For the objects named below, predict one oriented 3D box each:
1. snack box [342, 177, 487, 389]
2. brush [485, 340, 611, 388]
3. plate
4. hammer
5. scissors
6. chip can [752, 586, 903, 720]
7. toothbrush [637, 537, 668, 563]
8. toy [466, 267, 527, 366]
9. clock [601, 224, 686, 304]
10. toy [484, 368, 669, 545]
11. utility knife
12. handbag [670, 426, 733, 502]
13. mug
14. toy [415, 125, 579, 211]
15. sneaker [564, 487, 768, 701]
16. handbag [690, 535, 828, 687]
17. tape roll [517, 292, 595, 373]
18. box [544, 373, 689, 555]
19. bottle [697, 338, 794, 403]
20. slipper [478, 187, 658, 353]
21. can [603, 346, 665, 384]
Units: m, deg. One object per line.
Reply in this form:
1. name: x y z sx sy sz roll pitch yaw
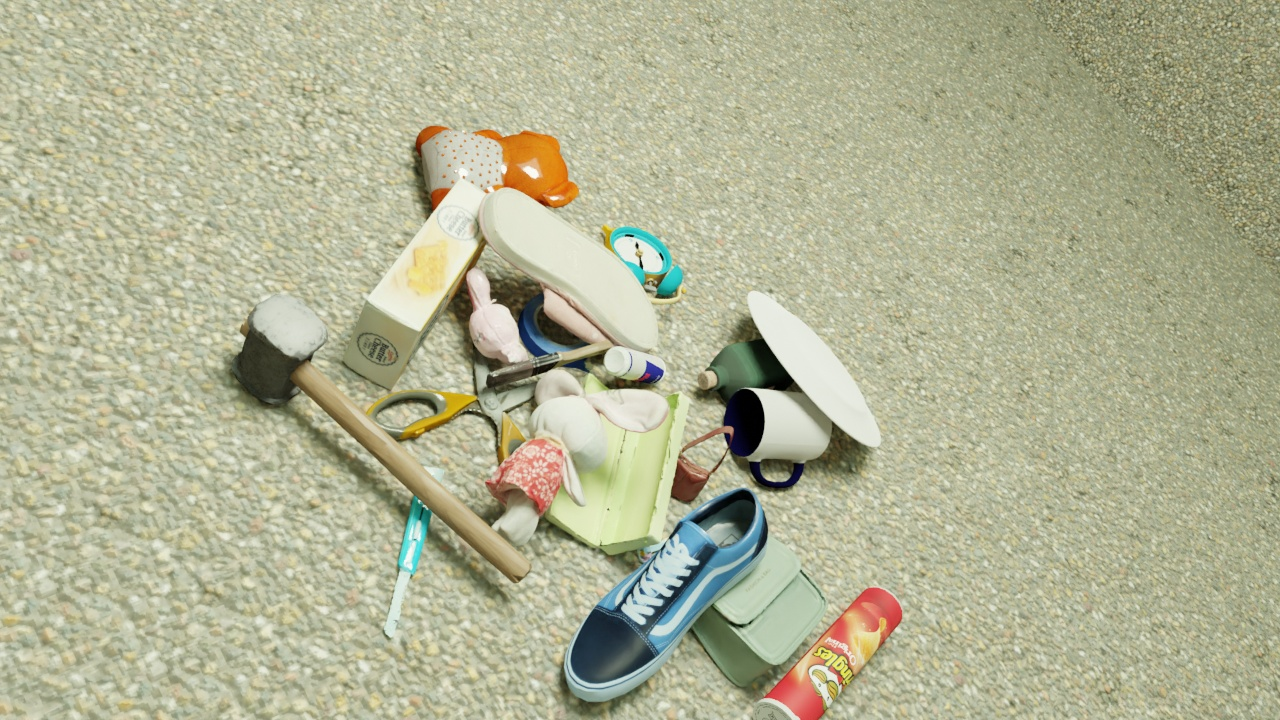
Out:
1. snack box: -0.213 -0.080 0.917 0.057 0.104 0.207 31 46 -9
2. brush: -0.093 0.002 0.947 0.151 0.039 0.012 -18 78 -31
3. plate: 0.218 0.004 1.120 0.242 0.016 0.242 41 21 -20
4. hammer: -0.222 0.078 0.801 0.328 0.098 0.052 43 44 -1
5. scissors: -0.154 0.064 0.908 0.224 0.016 0.229 -16 66 -42
6. chip can: 0.194 0.303 0.924 0.214 0.052 0.052 -28 75 -43
7. toothbrush: 0.059 0.179 0.956 0.154 0.016 0.022 -13 97 -38
8. toy: -0.155 -0.041 0.945 0.047 0.063 0.110 -22 80 -4
9. clock: 0.001 -0.118 1.131 0.099 0.044 0.129 0 50 -33
10. toy: -0.075 0.084 0.859 0.159 0.084 0.193 8 49 30
11. utility knife: -0.198 0.165 0.804 0.022 0.015 0.161 18 51 -18
12. handbag: 0.062 0.102 0.944 0.055 0.120 0.029 34 45 -7
13. mug: 0.157 0.090 1.054 0.096 0.079 0.112 5 82 -30
14. toy: -0.167 -0.216 1.070 0.172 0.093 0.163 -6 57 -22
15. sneaker: 0.021 0.195 0.825 0.240 0.098 0.083 -36 48 -26
16. handbag: 0.115 0.244 0.907 0.106 0.067 0.121 49 46 11
17. tape roll: -0.091 -0.035 1.024 0.091 0.016 0.092 17 49 -21
18. box: -0.021 0.106 0.939 0.127 0.066 0.187 12 47 0
19. bottle: 0.122 0.014 1.091 0.131 0.061 0.061 -11 61 -38
20. slipper: -0.077 -0.088 0.991 0.274 0.055 0.114 37 42 -39
21. can: -0.006 0.006 1.007 0.032 0.032 0.095 61 20 20
